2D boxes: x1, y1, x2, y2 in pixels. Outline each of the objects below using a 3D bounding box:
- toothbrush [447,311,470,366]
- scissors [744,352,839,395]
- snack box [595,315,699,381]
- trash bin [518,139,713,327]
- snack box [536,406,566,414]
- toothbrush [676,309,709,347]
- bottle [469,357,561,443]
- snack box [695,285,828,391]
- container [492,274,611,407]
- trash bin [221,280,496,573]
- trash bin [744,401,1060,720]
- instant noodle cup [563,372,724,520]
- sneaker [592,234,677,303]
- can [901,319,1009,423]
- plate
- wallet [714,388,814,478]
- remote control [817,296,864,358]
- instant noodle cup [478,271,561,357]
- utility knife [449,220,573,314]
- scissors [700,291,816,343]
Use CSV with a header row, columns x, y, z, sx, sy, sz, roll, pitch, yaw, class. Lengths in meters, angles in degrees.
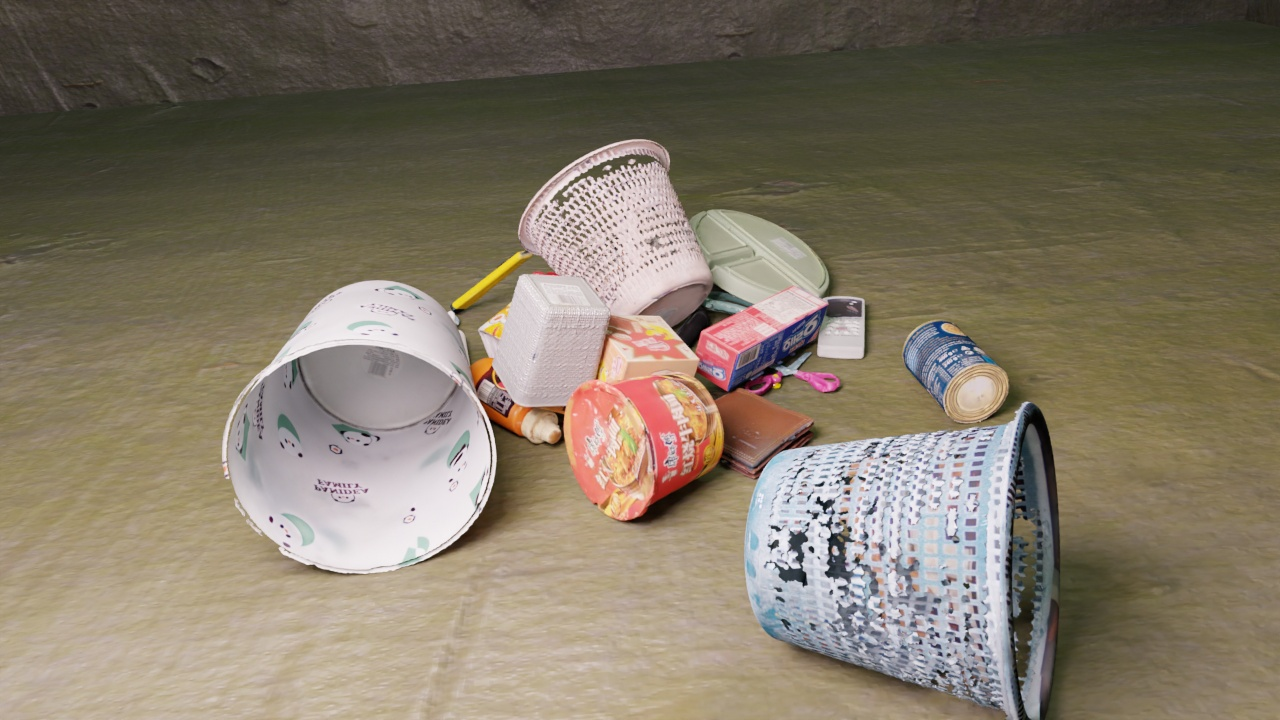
x,y,z,sx,sy,sz,roll,pitch,yaw,class
-0.241,-0.017,1.205,0.027,0.026,0.221,-40,30,6,toothbrush
0.180,0.016,1.101,0.136,0.017,0.133,12,28,34,scissors
-0.006,0.006,0.996,0.092,0.077,0.094,0,34,-32,snack box
-0.016,-0.138,1.186,0.227,0.228,0.192,-22,71,-29,trash bin
-0.045,0.041,1.023,0.153,0.026,0.075,14,28,-6,snack box
0.038,-0.008,1.152,0.027,0.026,0.212,-15,21,34,toothbrush
-0.140,0.051,1.035,0.066,0.067,0.149,-26,42,-34,bottle
0.147,-0.030,1.092,0.058,0.057,0.206,32,37,28,snack box
-0.091,-0.024,0.958,0.090,0.114,0.090,-1,33,-32,container
-0.264,0.042,0.908,0.229,0.230,0.251,-8,24,-8,trash bin
0.194,0.144,0.684,0.195,0.227,0.225,-1,26,32,trash bin
0.006,0.075,0.901,0.108,0.138,0.138,-16,30,-37,instant noodle cup
0.011,-0.140,1.330,0.241,0.091,0.089,-20,31,-26,sneaker
0.349,0.011,1.020,0.075,0.075,0.111,-8,29,-6,can
0.165,-0.147,1.294,0.230,0.028,0.229,16,36,-12,plate
0.109,0.074,0.985,0.101,0.032,0.125,-29,36,-33,wallet
0.263,-0.046,1.194,0.058,0.021,0.149,3,30,12,remote control
-0.123,-0.032,1.140,0.123,0.116,0.116,-37,41,-28,instant noodle cup
-0.184,-0.131,1.279,0.231,0.015,0.033,-34,-9,21,utility knife
0.133,-0.044,1.182,0.175,0.019,0.169,26,32,23,scissors
